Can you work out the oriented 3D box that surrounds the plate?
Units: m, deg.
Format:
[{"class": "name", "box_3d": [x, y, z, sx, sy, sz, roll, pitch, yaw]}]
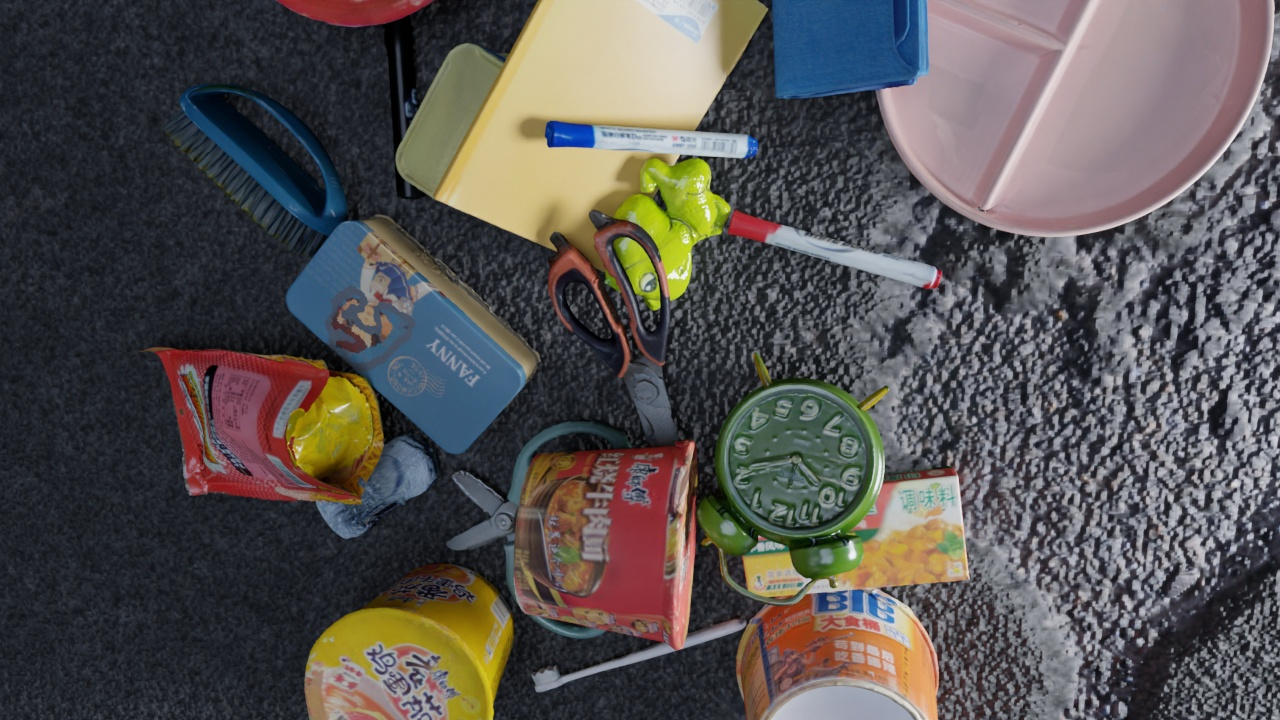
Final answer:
[{"class": "plate", "box_3d": [0.261, -0.193, 0.568, 0.229, 0.028, 0.229, 2, 102, 8]}]

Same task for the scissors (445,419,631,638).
[{"class": "scissors", "box_3d": [-0.058, 0.126, 0.696, 0.170, 0.019, 0.174, -40, 93, 16]}]

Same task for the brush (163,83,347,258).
[{"class": "brush", "box_3d": [-0.264, -0.143, 0.649, 0.144, 0.055, 0.074, 43, 106, -2]}]

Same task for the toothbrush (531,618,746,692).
[{"class": "toothbrush", "box_3d": [-0.003, 0.225, 0.711, 0.180, 0.016, 0.016, -20, 93, 14]}]

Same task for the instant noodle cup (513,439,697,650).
[{"class": "instant noodle cup", "box_3d": [-0.020, 0.120, 0.617, 0.109, 0.137, 0.138, 2, 103, 8]}]

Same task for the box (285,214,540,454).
[{"class": "box", "box_3d": [-0.155, -0.016, 0.657, 0.184, 0.063, 0.090, 41, 106, 0]}]

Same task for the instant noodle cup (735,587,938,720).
[{"class": "instant noodle cup", "box_3d": [0.140, 0.247, 0.642, 0.151, 0.111, 0.151, 2, 103, 9]}]

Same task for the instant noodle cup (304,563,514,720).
[{"class": "instant noodle cup", "box_3d": [-0.162, 0.223, 0.686, 0.138, 0.109, 0.138, 2, 103, 8]}]

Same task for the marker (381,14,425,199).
[{"class": "marker", "box_3d": [-0.167, -0.180, 0.644, 0.022, 0.020, 0.132, 4, 103, 25]}]

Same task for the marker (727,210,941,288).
[{"class": "marker", "box_3d": [0.131, -0.075, 0.621, 0.145, 0.017, 0.017, 16, 104, 5]}]

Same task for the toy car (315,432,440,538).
[{"class": "toy car", "box_3d": [-0.203, 0.097, 0.706, 0.106, 0.031, 0.049, -35, 96, 14]}]

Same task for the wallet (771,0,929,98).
[{"class": "wallet", "box_3d": [0.126, -0.232, 0.559, 0.106, 0.040, 0.133, 5, 104, 40]}]

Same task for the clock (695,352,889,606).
[{"class": "clock", "box_3d": [0.101, 0.084, 0.617, 0.116, 0.056, 0.161, 14, 86, 14]}]

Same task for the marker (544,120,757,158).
[{"class": "marker", "box_3d": [0.010, -0.141, 0.588, 0.145, 0.017, 0.017, -3, 104, -24]}]

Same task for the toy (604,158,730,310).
[{"class": "toy", "box_3d": [0.013, -0.087, 0.625, 0.100, 0.031, 0.097, -31, 117, 0]}]

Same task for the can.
[{"class": "can", "box_3d": [-0.108, -0.154, 0.607, 0.057, 0.083, 0.102, 33, 105, 1]}]

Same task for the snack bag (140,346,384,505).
[{"class": "snack bag", "box_3d": [-0.285, 0.048, 0.674, 0.208, 0.073, 0.129, 1, 111, 34]}]

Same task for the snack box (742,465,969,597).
[{"class": "snack box", "box_3d": [0.149, 0.124, 0.657, 0.156, 0.027, 0.077, -8, 99, 11]}]

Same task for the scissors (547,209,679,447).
[{"class": "scissors", "box_3d": [-0.014, 0.009, 0.641, 0.182, 0.015, 0.210, 23, 119, -2]}]

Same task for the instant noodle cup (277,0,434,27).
[{"class": "instant noodle cup", "box_3d": [-0.175, -0.313, 0.592, 0.194, 0.065, 0.194, 2, 103, 8]}]

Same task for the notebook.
[{"class": "notebook", "box_3d": [-0.022, -0.164, 0.580, 0.145, 0.010, 0.206, 19, 111, -40]}]
